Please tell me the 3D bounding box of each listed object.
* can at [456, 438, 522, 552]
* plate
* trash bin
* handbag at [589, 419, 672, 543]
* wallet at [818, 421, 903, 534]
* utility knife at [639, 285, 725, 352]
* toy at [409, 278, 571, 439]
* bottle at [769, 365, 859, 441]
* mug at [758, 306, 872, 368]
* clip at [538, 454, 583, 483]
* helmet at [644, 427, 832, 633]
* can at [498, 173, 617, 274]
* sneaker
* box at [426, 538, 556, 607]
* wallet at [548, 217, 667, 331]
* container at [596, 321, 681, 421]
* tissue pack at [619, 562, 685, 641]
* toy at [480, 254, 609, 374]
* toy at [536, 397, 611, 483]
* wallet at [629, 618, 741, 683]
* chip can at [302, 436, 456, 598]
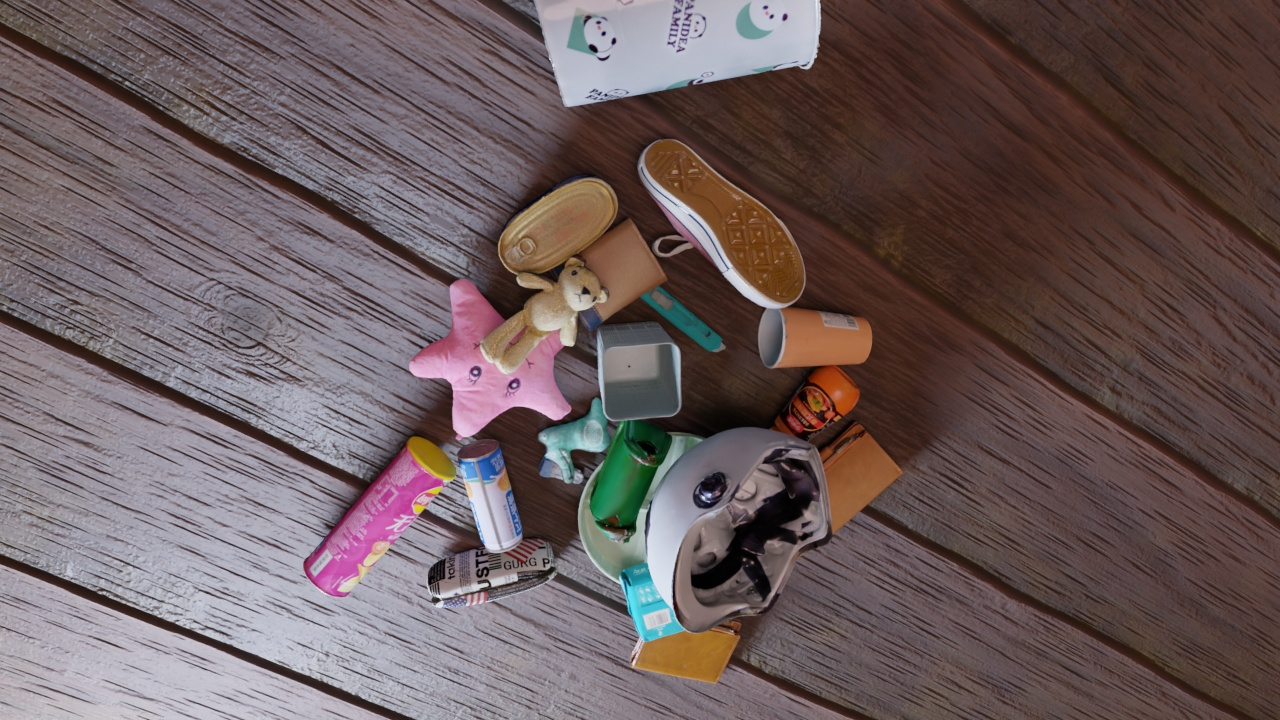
[{"bbox_3d":[-0.185,0.168,1.136,0.053,0.053,0.135,-13,110,-4],"label":"can"},{"bbox_3d":[0.032,0.196,1.194,0.230,0.027,0.230,-3,110,-8],"label":"plate"},{"bbox_3d":[0.023,-0.372,0.903,0.252,0.229,0.230,-15,110,1],"label":"trash bin"},{"bbox_3d":[-0.011,0.142,1.092,0.068,0.120,0.131,21,105,-8],"label":"handbag"},{"bbox_3d":[0.269,0.157,1.216,0.132,0.031,0.108,-44,112,6],"label":"wallet"},{"bbox_3d":[0.045,-0.059,1.116,0.157,0.013,0.029,38,99,-19],"label":"utility knife"},{"bbox_3d":[-0.166,0.015,1.073,0.194,0.074,0.178,25,91,-15],"label":"toy"},{"bbox_3d":[0.208,0.073,1.165,0.066,0.066,0.150,38,106,-19],"label":"bottle"},{"bbox_3d":[0.216,-0.028,1.125,0.122,0.078,0.078,1,108,-15],"label":"mug"},{"bbox_3d":[-0.099,0.141,1.159,0.058,0.038,0.026,22,101,-17],"label":"clip"},{"bbox_3d":[0.098,0.183,1.093,0.258,0.146,0.229,-41,133,-14],"label":"helmet"},{"bbox_3d":[-0.095,-0.155,1.042,0.148,0.049,0.074,-34,110,3],"label":"can"},{"bbox_3d":[0.087,-0.149,1.055,0.241,0.088,0.118,44,74,1],"label":"sneaker"},{"bbox_3d":[-0.186,0.286,1.171,0.163,0.075,0.082,-12,121,-8],"label":"box"},{"bbox_3d":[-0.038,-0.101,1.073,0.115,0.033,0.090,-32,102,4],"label":"wallet"},{"bbox_3d":[-0.006,0.006,1.078,0.090,0.111,0.090,-4,110,-8],"label":"container"},{"bbox_3d":[0.047,0.300,1.190,0.133,0.050,0.093,-15,109,-4],"label":"tissue pack"},{"bbox_3d":[-0.109,-0.048,1.022,0.157,0.066,0.105,-41,111,-8],"label":"toy"},{"bbox_3d":[-0.081,0.102,1.140,0.092,0.030,0.096,-14,92,-1],"label":"toy"},{"bbox_3d":[0.066,0.385,1.259,0.130,0.035,0.119,17,105,-16],"label":"wallet"},{"bbox_3d":[-0.317,0.191,1.115,0.071,0.071,0.211,39,99,-19],"label":"chip can"}]
